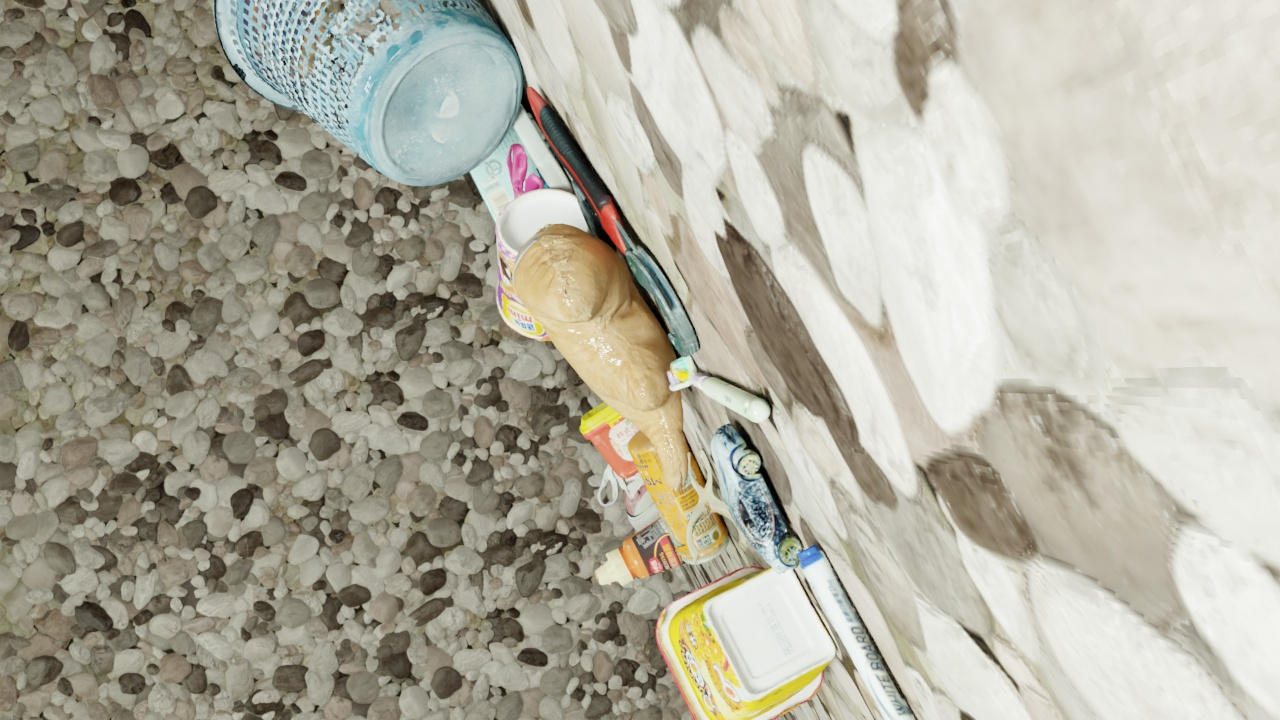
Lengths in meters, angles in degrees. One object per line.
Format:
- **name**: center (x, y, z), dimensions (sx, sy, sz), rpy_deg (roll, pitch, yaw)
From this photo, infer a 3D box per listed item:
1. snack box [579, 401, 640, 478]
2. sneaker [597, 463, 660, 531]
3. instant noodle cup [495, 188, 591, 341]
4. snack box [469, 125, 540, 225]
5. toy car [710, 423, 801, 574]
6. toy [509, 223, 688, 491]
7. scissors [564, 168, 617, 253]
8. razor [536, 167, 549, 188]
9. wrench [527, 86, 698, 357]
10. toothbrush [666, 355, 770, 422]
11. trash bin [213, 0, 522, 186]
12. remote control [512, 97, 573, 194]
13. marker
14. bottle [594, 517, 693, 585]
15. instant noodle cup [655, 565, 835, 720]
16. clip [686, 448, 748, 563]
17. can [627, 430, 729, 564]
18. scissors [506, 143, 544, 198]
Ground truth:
- **snack box**: center (-0.010, 0.076, 0.989), dimensions (0.080, 0.091, 0.082), rpy_deg (57, 176, -5)
- **sneaker**: center (-0.004, 0.153, 1.227), dimensions (0.088, 0.118, 0.241), rpy_deg (44, -175, -15)
- **instant noodle cup**: center (-0.079, -0.090, 0.811), dimensions (0.099, 0.111, 0.111), rpy_deg (91, 154, -57)
- **snack box**: center (-0.144, -0.212, 0.946), dimensions (0.175, 0.074, 0.051), rpy_deg (65, 174, -12)
- **toy car**: center (0.072, 0.091, 0.599), dimensions (0.105, 0.031, 0.049), rpy_deg (65, 174, -9)
- **toy**: center (-0.016, -0.005, 0.703), dimensions (0.226, 0.082, 0.143), rpy_deg (56, -168, -24)
- **scissors**: center (-0.059, -0.163, 0.745), dimensions (0.133, 0.014, 0.175), rpy_deg (-148, 34, -81)
- **razor**: center (-0.085, -0.142, 0.909), dimensions (0.133, 0.028, 0.043), rpy_deg (105, 143, -65)
- **wrench**: center (-0.028, -0.111, 0.656), dimensions (0.273, 0.016, 0.056), rpy_deg (59, 173, 31)
- **toothbrush**: center (0.045, 0.018, 0.566), dimensions (0.020, 0.029, 0.189), rpy_deg (21, -178, -12)
- **trash bin**: center (-0.212, -0.262, 0.787), dimensions (0.195, 0.226, 0.227), rpy_deg (47, 168, 25)
- **remote control**: center (-0.102, -0.209, 0.838), dimensions (0.150, 0.021, 0.058), rpy_deg (61, -179, 32)
- **marker**: center (0.129, 0.172, 0.515), dimensions (0.145, 0.017, 0.017), rpy_deg (62, 174, 13)
- **bottle**: center (0.017, 0.212, 1.037), dimensions (0.066, 0.149, 0.067), rpy_deg (62, 174, 11)
- **instant noodle cup**: center (0.085, 0.216, 0.701), dimensions (0.116, 0.116, 0.124), rpy_deg (62, 163, 20)
- **clip**: center (0.073, 0.135, 0.829), dimensions (0.035, 0.095, 0.102), rpy_deg (76, -154, -71)
- **can**: center (0.040, 0.136, 0.947), dimensions (0.146, 0.058, 0.058), rpy_deg (65, 174, -18)
- **scissors**: center (-0.119, -0.148, 0.888), dimensions (0.108, 0.017, 0.136), rpy_deg (67, 152, 20)
